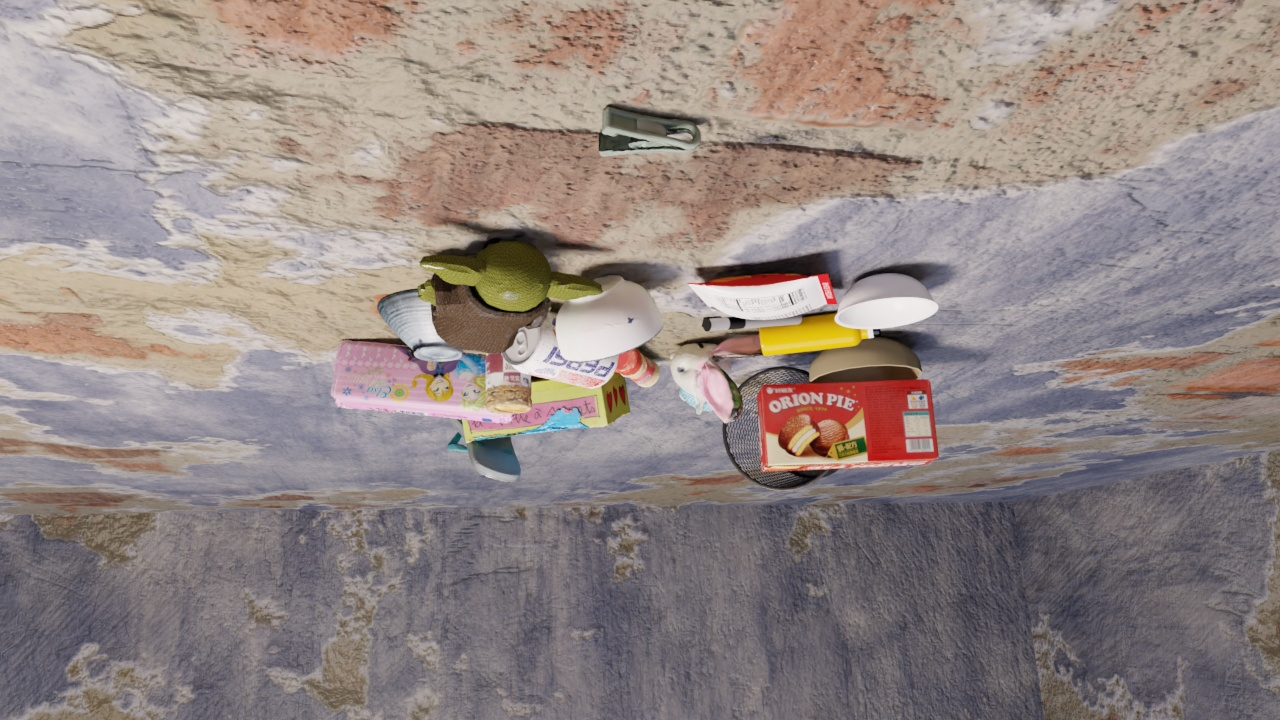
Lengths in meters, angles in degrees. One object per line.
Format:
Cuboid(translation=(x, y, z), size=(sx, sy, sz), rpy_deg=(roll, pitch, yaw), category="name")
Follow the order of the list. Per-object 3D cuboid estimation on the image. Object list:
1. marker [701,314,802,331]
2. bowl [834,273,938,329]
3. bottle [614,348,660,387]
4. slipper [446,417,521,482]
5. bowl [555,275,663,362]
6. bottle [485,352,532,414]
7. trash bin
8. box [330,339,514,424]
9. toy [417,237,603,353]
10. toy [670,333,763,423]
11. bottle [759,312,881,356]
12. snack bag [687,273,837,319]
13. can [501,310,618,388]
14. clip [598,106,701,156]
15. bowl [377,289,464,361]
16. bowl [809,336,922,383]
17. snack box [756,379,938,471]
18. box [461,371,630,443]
Cuboid(translation=(0.134, -0.046, 1.083), size=(0.140, 0.016, 0.016), rpy_deg=(-6, 169, -32), category="marker")
Cuboid(translation=(0.268, -0.071, 1.012), size=(0.110, 0.040, 0.110), rpy_deg=(-2, 165, -1), category="bowl")
Cuboid(translation=(-0.007, 0.007, 1.255), size=(0.044, 0.044, 0.109), rpy_deg=(-8, 165, 18), category="bottle")
Cuboid(translation=(-0.238, 0.129, 1.378), size=(0.098, 0.055, 0.269), rpy_deg=(14, -167, -28), category="slipper")
Cuboid(translation=(-0.037, -0.049, 0.959), size=(0.113, 0.063, 0.113), rpy_deg=(-15, -159, 6), category="bowl")
Cuboid(translation=(-0.161, 0.009, 1.117), size=(0.056, 0.105, 0.056), rpy_deg=(-2, 165, -1), category="bottle")
Cuboid(translation=(0.249, 0.115, 1.455), size=(0.184, 0.184, 0.210), rpy_deg=(-8, 169, 21), category="trash bin")
Cuboid(translation=(-0.270, 0.031, 1.164), size=(0.230, 0.084, 0.053), rpy_deg=(6, 159, -2), category="box")
Cuboid(translation=(-0.144, -0.065, 0.900), size=(0.179, 0.078, 0.153), rpy_deg=(7, 155, -30), category="toy")
Cuboid(translation=(0.086, 0.014, 1.251), size=(0.105, 0.131, 0.206), rpy_deg=(32, 167, -8), category="toy")
Cuboid(translation=(0.222, -0.035, 1.132), size=(0.144, 0.043, 0.043), rpy_deg=(-7, 164, 16), category="bottle")
Cuboid(translation=(0.135, -0.069, 0.995), size=(0.144, 0.039, 0.130), rpy_deg=(-2, 170, 16), category="snack bag")
Cuboid(translation=(-0.095, -0.014, 1.094), size=(0.078, 0.078, 0.136), rpy_deg=(-14, 161, 37), category="can")
Cuboid(translation=(0.007, -0.164, 0.667), size=(0.076, 0.023, 0.059), rpy_deg=(2, 166, -8), category="clip")
Cuboid(translation=(-0.230, -0.032, 1.047), size=(0.137, 0.057, 0.137), rpy_deg=(-2, 165, -1), category="bowl")
Cuboid(translation=(0.306, 0.002, 1.264), size=(0.152, 0.050, 0.152), rpy_deg=(-2, 165, -1), category="bowl")
Cuboid(translation=(0.282, 0.090, 1.268), size=(0.236, 0.113, 0.060), rpy_deg=(-2, 166, -1), category="snack box")
Cuboid(translation=(-0.134, 0.059, 1.306), size=(0.221, 0.081, 0.124), rpy_deg=(-10, -176, 18), category="box")
